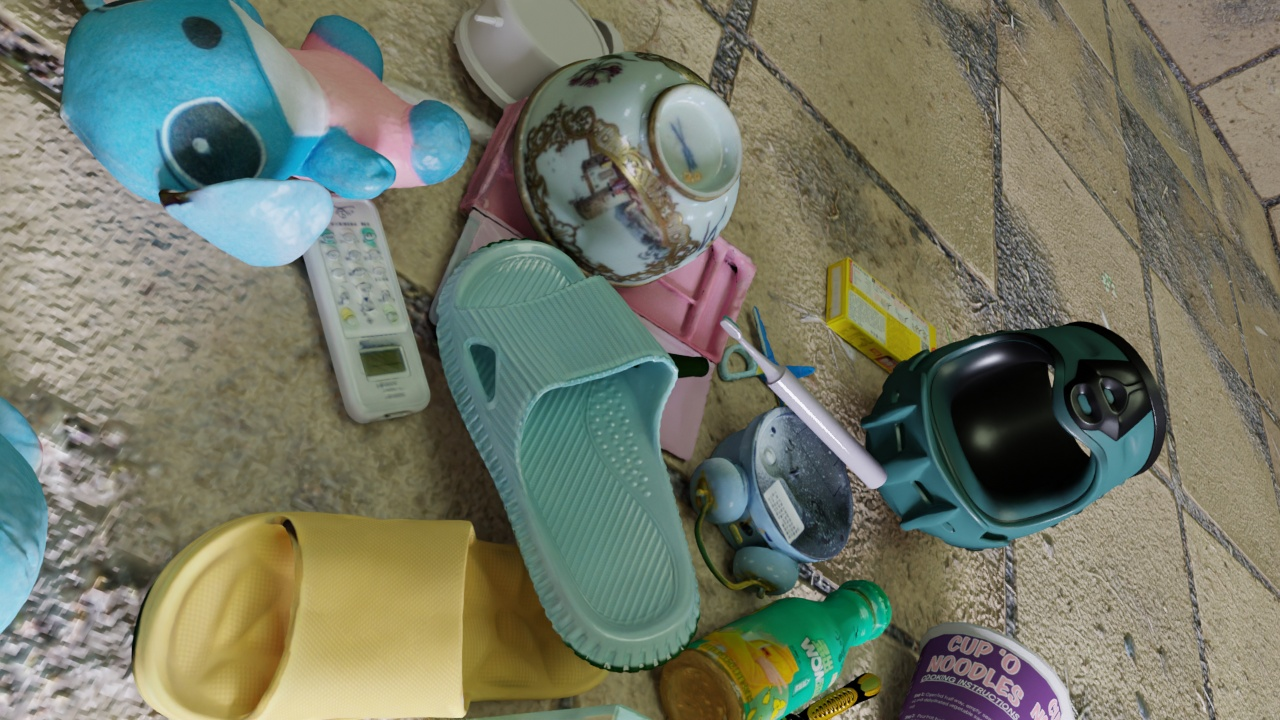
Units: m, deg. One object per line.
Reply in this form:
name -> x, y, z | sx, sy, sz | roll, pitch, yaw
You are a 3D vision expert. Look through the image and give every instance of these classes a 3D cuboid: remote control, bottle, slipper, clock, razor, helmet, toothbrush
remote control -> -0.159, -0.030, 0.517 | 0.050, 0.022, 0.133 | -9, 78, -47
bottle -> -0.004, 0.004, 0.619 | 0.122, 0.033, 0.033 | 1, 70, -38
bottle -> 0.105, 0.200, 0.635 | 0.209, 0.068, 0.068 | -8, 77, -46
slipper -> -0.102, 0.127, 0.459 | 0.263, 0.079, 0.099 | 17, 59, -41
clock -> 0.095, 0.103, 0.677 | 0.161, 0.060, 0.118 | -33, 95, -47
slipper -> -0.036, 0.031, 0.504 | 0.115, 0.070, 0.276 | -9, 61, -25
clock -> -0.060, -0.215, 0.670 | 0.159, 0.061, 0.119 | 26, 44, -33
razor -> 0.136, 0.256, 0.673 | 0.143, 0.021, 0.044 | -4, 56, -45
helmet -> 0.282, 0.065, 0.754 | 0.275, 0.200, 0.176 | 53, 18, -78
toothbrush -> 0.121, 0.032, 0.681 | 0.188, 0.018, 0.019 | 44, 38, -21

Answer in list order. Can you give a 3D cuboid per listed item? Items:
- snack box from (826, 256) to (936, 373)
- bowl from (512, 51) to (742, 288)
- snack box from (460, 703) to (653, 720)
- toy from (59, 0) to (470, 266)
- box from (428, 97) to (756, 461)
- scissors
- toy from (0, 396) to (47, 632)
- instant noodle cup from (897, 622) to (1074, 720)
snack box -> 0.242, -0.033, 0.912 | 0.152, 0.025, 0.075 | 32, 52, -30
bowl -> 0.009, -0.131, 0.598 | 0.159, 0.094, 0.160 | 2, 86, -36
snack box -> 0.008, 0.231, 0.470 | 0.193, 0.142, 0.044 | 36, 50, -27
toy -> -0.201, -0.145, 0.480 | 0.190, 0.099, 0.224 | -18, 66, -51
box -> -0.028, -0.050, 0.648 | 0.232, 0.040, 0.178 | 33, 68, -31
scissors -> 0.110, 0.014, 0.772 | 0.126, 0.013, 0.125 | -3, 75, -48
toy -> -0.289, 0.043, 0.295 | 0.183, 0.115, 0.181 | -91, 156, -54
instant noodle cup -> 0.256, 0.296, 0.709 | 0.137, 0.122, 0.121 | 39, 52, 12
